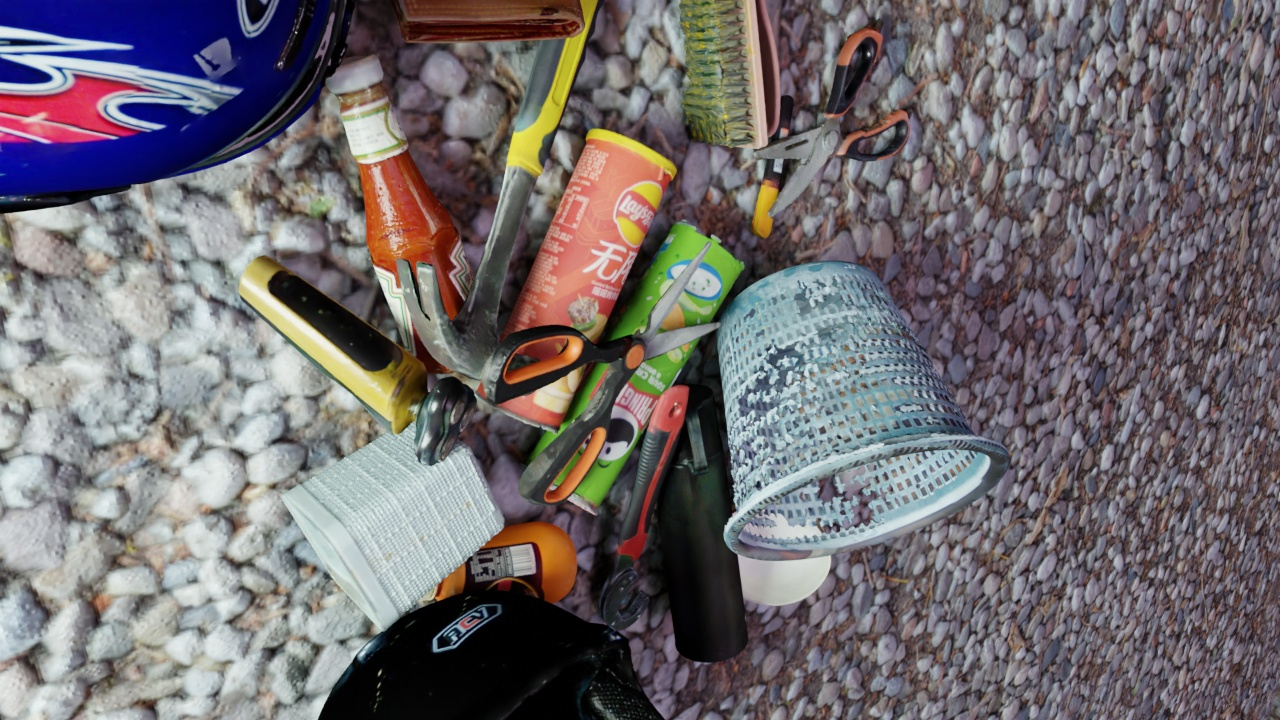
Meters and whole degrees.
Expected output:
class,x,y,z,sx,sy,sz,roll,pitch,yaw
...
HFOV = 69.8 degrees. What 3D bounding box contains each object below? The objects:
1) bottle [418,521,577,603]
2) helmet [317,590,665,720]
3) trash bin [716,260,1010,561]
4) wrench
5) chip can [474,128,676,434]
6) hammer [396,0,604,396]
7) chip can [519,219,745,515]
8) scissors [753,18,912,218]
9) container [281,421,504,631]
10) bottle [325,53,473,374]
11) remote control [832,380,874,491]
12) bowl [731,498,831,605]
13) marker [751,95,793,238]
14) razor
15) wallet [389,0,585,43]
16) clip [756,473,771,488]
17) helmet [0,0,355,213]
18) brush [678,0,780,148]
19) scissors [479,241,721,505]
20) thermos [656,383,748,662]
class,x,y,z,sx,sy,sz,roll,pitch,yaw
bottle,-0.125,0.159,0.703,0.149,0.067,0.067,3,104,-31
helmet,-0.111,0.272,0.624,0.232,0.230,0.275,-23,132,-47
trash bin,0.157,0.035,0.762,0.226,0.194,0.227,-10,150,-6
wrench,0.002,0.133,0.768,0.056,0.016,0.274,-19,134,-37
chip can,-0.048,-0.058,0.674,0.073,0.073,0.216,24,90,-41
hammer,-0.072,-0.145,0.607,0.126,0.032,0.323,28,75,-54
chip can,-0.004,0.004,0.732,0.072,0.072,0.236,38,80,-40
scissors,0.180,-0.211,0.828,0.188,0.015,0.226,22,87,-43
container,-0.165,0.106,0.632,0.111,0.090,0.090,-36,125,-27
bottle,-0.151,-0.090,0.592,0.059,0.060,0.206,-30,122,-27
remote control,0.236,0.079,0.977,0.049,0.024,0.125,-5,108,-37
bowl,0.126,0.172,0.885,0.062,0.113,0.113,-63,151,-65
marker,0.116,-0.169,0.803,0.018,0.015,0.124,4,101,-40
razor,-0.176,-0.004,0.577,0.167,0.068,0.062,40,51,-14
wallet,-0.099,-0.247,0.561,0.124,0.032,0.101,-12,80,-27
clip,0.135,0.119,0.919,0.055,0.013,0.038,-40,125,-20
helmet,-0.247,-0.179,0.369,0.314,0.240,0.247,-3,109,-38
brush,0.072,-0.240,0.712,0.073,0.063,0.146,-20,115,-27
scissors,-0.026,0.009,0.647,0.220,0.022,0.229,5,111,-51
thermos,0.049,0.147,0.800,0.068,0.090,0.243,-9,107,-2
